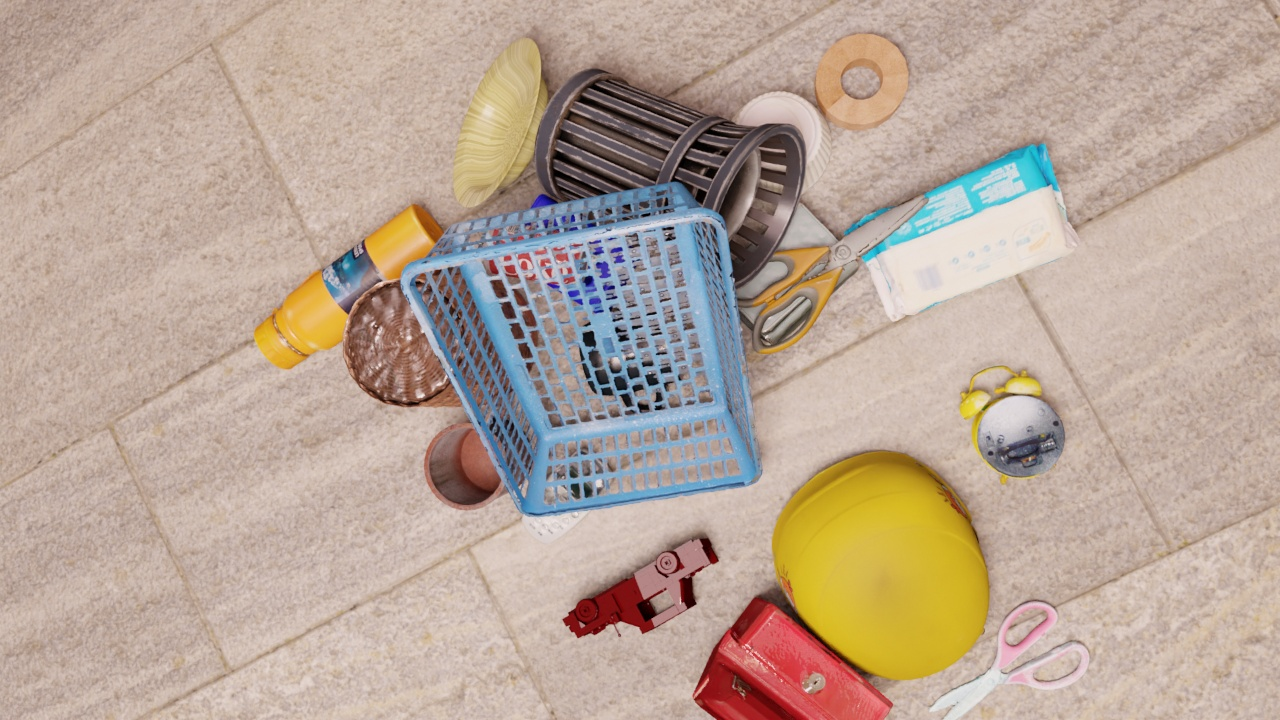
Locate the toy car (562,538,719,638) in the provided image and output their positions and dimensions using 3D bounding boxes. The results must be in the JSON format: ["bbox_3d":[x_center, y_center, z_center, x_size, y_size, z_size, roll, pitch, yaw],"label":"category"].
[{"bbox_3d":[0.007,0.253,0.976,0.170,0.070,0.062,-32,74,8],"label":"toy car"}]

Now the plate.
[{"bbox_3d":[-0.139,-0.244,0.971,0.036,0.184,0.184,17,94,-34],"label":"plate"}]

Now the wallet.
[{"bbox_3d":[0.152,-0.090,0.963,0.131,0.054,0.100,-45,86,2],"label":"wallet"}]

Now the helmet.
[{"bbox_3d":[0.246,0.217,0.904,0.209,0.139,0.240,-35,86,7],"label":"helmet"}]

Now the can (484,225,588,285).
[{"bbox_3d":[-0.102,-0.105,0.912,0.096,0.054,0.054,11,92,7],"label":"can"}]

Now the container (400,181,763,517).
[{"bbox_3d":[-0.034,-0.002,0.844,0.257,0.363,0.089,-9,48,5],"label":"container"}]

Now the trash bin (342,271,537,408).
[{"bbox_3d":[-0.204,-0.024,0.936,0.151,0.210,0.151,0,89,8],"label":"trash bin"}]

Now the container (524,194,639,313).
[{"bbox_3d":[-0.070,-0.110,0.978,0.113,0.085,0.084,31,95,6],"label":"container"}]

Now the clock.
[{"bbox_3d":[0.373,0.063,0.924,0.083,0.057,0.118,-21,88,9],"label":"clock"}]

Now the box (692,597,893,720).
[{"bbox_3d":[0.157,0.318,0.926,0.157,0.137,0.127,36,101,6],"label":"box"}]

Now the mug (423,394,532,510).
[{"bbox_3d":[-0.165,0.093,0.984,0.096,0.110,0.123,23,93,3],"label":"mug"}]

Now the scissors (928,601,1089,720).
[{"bbox_3d":[0.380,0.335,0.948,0.101,0.016,0.179,44,96,6],"label":"scissors"}]

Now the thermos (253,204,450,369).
[{"bbox_3d":[-0.322,-0.080,1.028,0.233,0.091,0.076,-35,114,8],"label":"thermos"}]

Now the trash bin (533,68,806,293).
[{"bbox_3d":[0.021,-0.187,0.902,0.227,0.164,0.164,29,95,28],"label":"trash bin"}]

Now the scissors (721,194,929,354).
[{"bbox_3d":[0.194,-0.089,0.915,0.229,0.016,0.114,-28,78,10],"label":"scissors"}]

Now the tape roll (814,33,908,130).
[{"bbox_3d":[0.230,-0.290,0.958,0.094,0.027,0.094,0,90,9],"label":"tape roll"}]

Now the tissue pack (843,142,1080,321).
[{"bbox_3d":[0.323,-0.125,0.927,0.209,0.066,0.117,-22,88,10],"label":"tissue pack"}]

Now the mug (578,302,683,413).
[{"bbox_3d":[-0.006,0.006,0.977,0.094,0.085,0.122,-13,118,9],"label":"mug"}]

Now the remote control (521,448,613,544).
[{"bbox_3d":[-0.082,0.151,1.010,0.060,0.028,0.114,44,96,6],"label":"remote control"}]

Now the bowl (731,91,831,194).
[{"bbox_3d":[0.142,-0.228,0.955,0.115,0.062,0.115,0,90,9],"label":"bowl"}]
